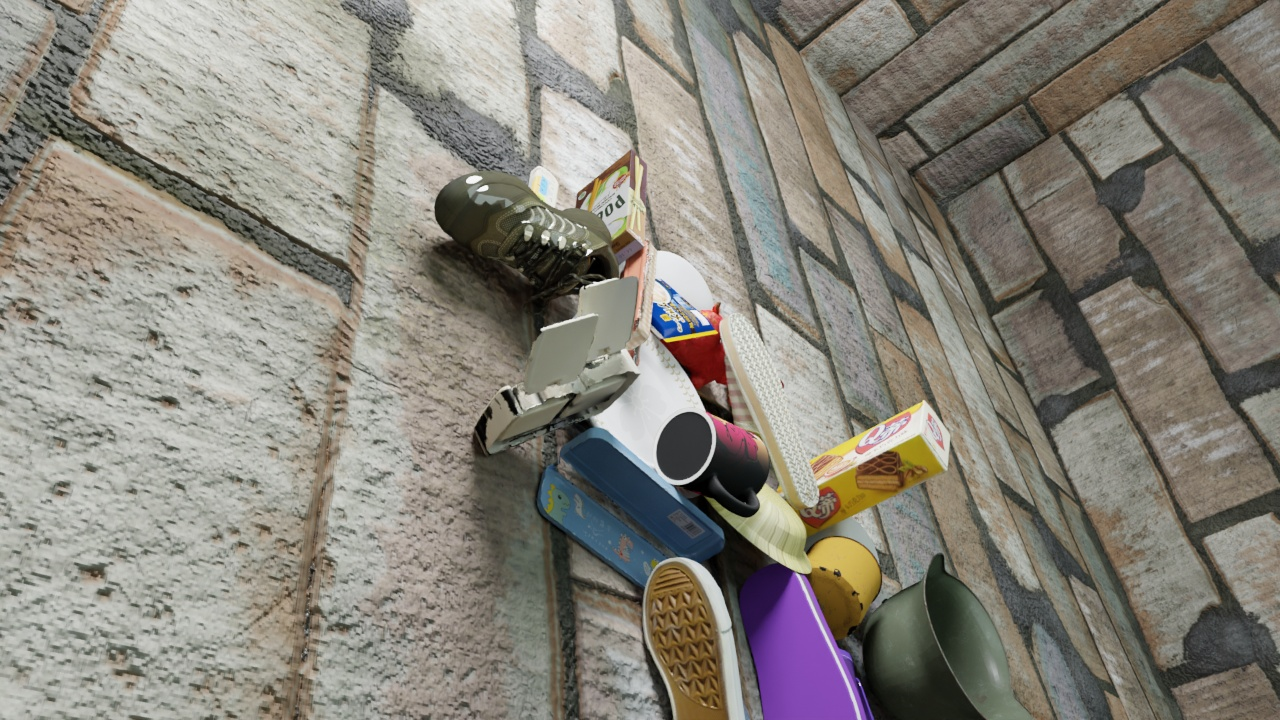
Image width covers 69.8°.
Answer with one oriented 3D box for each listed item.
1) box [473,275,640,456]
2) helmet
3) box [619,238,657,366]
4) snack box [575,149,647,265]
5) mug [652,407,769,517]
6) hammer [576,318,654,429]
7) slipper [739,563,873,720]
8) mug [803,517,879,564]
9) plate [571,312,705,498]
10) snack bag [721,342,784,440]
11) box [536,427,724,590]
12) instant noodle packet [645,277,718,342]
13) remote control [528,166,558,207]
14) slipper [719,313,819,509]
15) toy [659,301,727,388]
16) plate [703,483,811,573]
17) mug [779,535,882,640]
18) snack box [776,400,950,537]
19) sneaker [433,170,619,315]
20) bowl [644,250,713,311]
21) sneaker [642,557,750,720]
[{"bbox_3d":[-0.065,0.009,0.817,0.144,0.188,0.058,-19,64,-37],"label":"box"},{"bbox_3d":[0.378,0.382,1.185,0.267,0.154,0.227,-4,63,-53],"label":"helmet"},{"bbox_3d":[-0.002,-0.067,1.061,0.186,0.056,0.071,-85,165,-49],"label":"box"},{"bbox_3d":[-0.041,-0.181,1.165,0.031,0.101,0.185,39,33,-29],"label":"snack box"},{"bbox_3d":[0.082,0.114,0.955,0.098,0.082,0.118,26,25,-44],"label":"mug"},{"bbox_3d":[-0.007,0.006,1.103,0.132,0.033,0.329,44,30,-19],"label":"hammer"},{"bbox_3d":[0.189,0.352,0.983,0.084,0.107,0.266,30,34,-40],"label":"slipper"},{"bbox_3d":[0.268,0.268,1.222,0.094,0.068,0.115,46,30,-19],"label":"mug"},{"bbox_3d":[0.000,0.046,1.020,0.242,0.016,0.242,38,32,-30],"label":"plate"},{"bbox_3d":[0.164,0.042,1.329,0.139,0.067,0.207,39,23,-19],"label":"snack bag"},{"bbox_3d":[-0.002,0.159,0.908,0.209,0.073,0.085,42,36,-26],"label":"box"},{"bbox_3d":[0.024,-0.066,1.151,0.086,0.026,0.134,-11,42,-40],"label":"instant noodle packet"},{"bbox_3d":[-0.124,-0.194,1.137,0.038,0.018,0.125,37,35,-32],"label":"remote control"},{"bbox_3d":[0.155,0.067,1.165,0.114,0.052,0.263,-1,68,-62],"label":"slipper"},{"bbox_3d":[0.097,-0.012,1.214,0.133,0.094,0.088,40,29,-26],"label":"toy"},{"bbox_3d":[0.140,0.170,1.076,0.184,0.036,0.184,37,10,-8],"label":"plate"},{"bbox_3d":[0.225,0.276,1.130,0.124,0.101,0.093,21,21,22],"label":"mug"},{"bbox_3d":[0.287,0.147,1.204,0.061,0.231,0.109,54,28,-5],"label":"snack box"},{"bbox_3d":[-0.104,-0.104,0.969,0.237,0.101,0.143,11,41,-47],"label":"sneaker"},{"bbox_3d":[0.063,-0.100,1.304,0.149,0.043,0.149,38,33,-31],"label":"bowl"},{"bbox_3d":[0.067,0.301,0.861,0.079,0.088,0.235,28,43,-52],"label":"sneaker"}]
